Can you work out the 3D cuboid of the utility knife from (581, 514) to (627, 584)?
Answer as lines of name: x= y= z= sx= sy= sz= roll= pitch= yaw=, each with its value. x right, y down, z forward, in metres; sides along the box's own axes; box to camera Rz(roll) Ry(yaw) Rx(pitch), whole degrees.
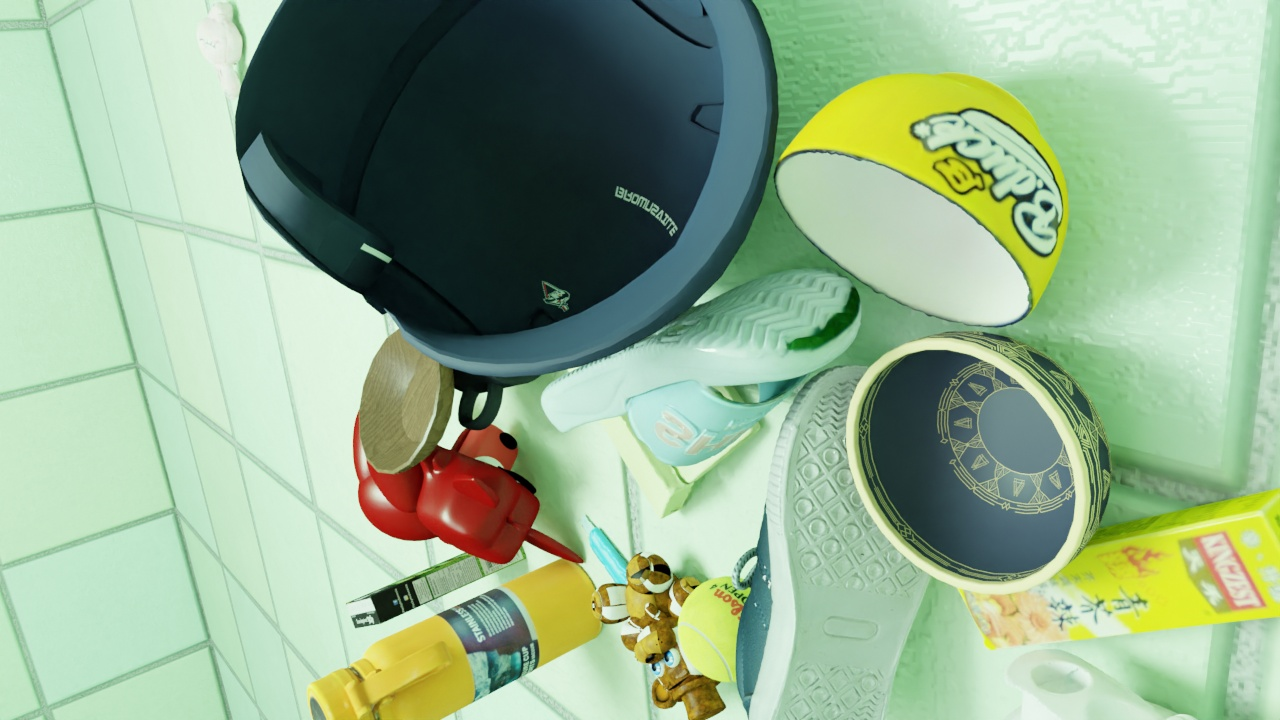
utility knife: x=-0.015 y=0.167 z=0.724 sx=0.123 sy=0.015 sz=0.022 roll=50 pitch=126 yaw=30

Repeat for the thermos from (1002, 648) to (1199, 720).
thermos: x=0.211 y=0.243 z=0.400 sx=0.099 sy=0.099 sz=0.220 roll=9 pitch=117 yaw=51

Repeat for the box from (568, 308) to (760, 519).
box: x=-0.009 y=0.005 z=0.624 sx=0.187 sy=0.047 sz=0.141 roll=58 pitch=140 yaw=17

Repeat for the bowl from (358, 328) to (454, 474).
bowl: x=-0.178 y=0.032 z=0.717 sx=0.118 sy=0.030 sz=0.117 roll=-15 pitch=69 yaw=43

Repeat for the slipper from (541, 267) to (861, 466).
slipper: x=0.029 y=0.012 z=0.497 sx=0.246 sy=0.103 sz=0.074 roll=-20 pitch=99 yaw=56

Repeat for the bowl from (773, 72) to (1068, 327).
bowl: x=0.122 y=-0.073 z=0.378 sx=0.117 sy=0.067 sz=0.117 roll=34 pitch=171 yaw=6

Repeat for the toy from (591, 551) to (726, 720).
toy: x=0.021 y=0.198 z=0.649 sx=0.087 sy=0.067 sz=0.112 roll=-48 pitch=53 yaw=34

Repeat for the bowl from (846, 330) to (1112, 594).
bowl: x=0.155 y=0.038 z=0.404 sx=0.112 sy=0.061 sz=0.112 roll=26 pitch=124 yaw=45

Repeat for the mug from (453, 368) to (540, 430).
mug: x=-0.121 y=0.004 z=0.726 sx=0.078 sy=0.071 sz=0.105 roll=-12 pitch=63 yaw=54

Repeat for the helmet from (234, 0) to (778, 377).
helmet: x=-0.042 y=-0.101 z=0.466 sx=0.232 sy=0.223 sz=0.272 roll=-51 pitch=46 yaw=3

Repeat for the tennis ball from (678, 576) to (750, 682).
tennis ball: x=0.057 y=0.172 z=0.587 sx=0.065 sy=0.065 sz=0.065 roll=26 pitch=124 yaw=45

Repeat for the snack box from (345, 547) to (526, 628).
snack box: x=-0.190 y=0.205 z=0.854 sx=0.080 sy=0.147 sz=0.025 roll=-29 pitch=82 yaw=54

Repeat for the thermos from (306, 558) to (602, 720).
thermos: x=-0.143 y=0.230 z=0.733 sx=0.076 sy=0.232 sz=0.092 roll=37 pitch=131 yaw=39

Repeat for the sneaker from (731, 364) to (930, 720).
sneaker: x=0.097 y=0.114 z=0.499 sx=0.087 sy=0.089 sz=0.236 roll=-127 pitch=44 yaw=-76

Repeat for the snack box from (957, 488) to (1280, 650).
snack box: x=0.204 y=0.093 z=0.391 sx=0.148 sy=0.028 sz=0.040 roll=-35 pitch=77 yaw=53

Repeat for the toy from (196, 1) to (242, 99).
toy: x=-0.502 y=-0.371 z=1.100 sx=0.063 sy=0.047 sz=0.110 roll=31 pitch=131 yaw=53

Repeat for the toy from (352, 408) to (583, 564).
toy: x=-0.156 y=0.111 z=0.794 sx=0.197 sy=0.120 sz=0.158 roll=9 pitch=150 yaw=40
